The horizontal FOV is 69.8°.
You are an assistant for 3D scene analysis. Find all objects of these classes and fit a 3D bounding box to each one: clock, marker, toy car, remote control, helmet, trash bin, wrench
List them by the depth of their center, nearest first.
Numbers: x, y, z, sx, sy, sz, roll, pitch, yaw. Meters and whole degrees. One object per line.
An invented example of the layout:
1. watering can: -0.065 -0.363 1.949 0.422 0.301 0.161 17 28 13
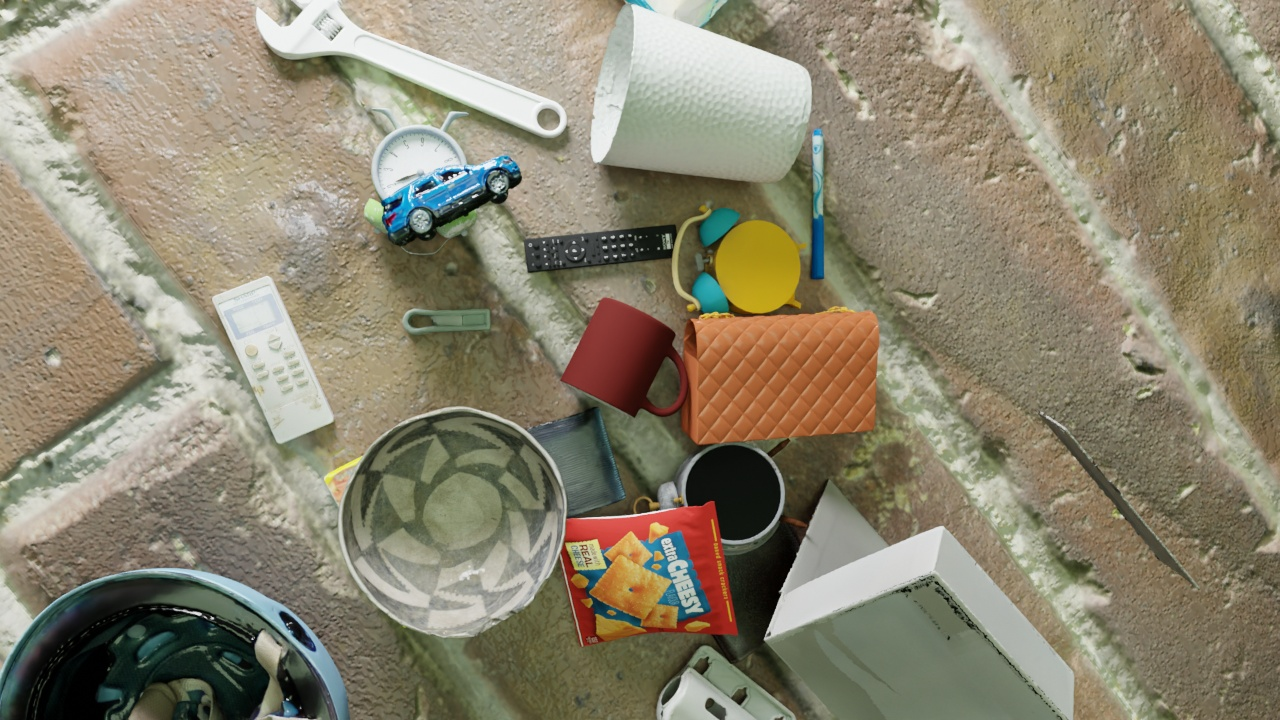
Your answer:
1. helmet: -0.342 0.275 0.695 0.225 0.167 0.265 -33 98 -11
2. toy car: -0.154 -0.133 0.742 0.120 0.056 0.043 -27 94 -8
3. remote control: -0.311 0.000 0.780 0.050 0.011 0.136 -24 94 -10
4. clock: -0.187 -0.151 0.786 0.094 0.042 0.119 2 89 -10
5. trash bin: 0.051 -0.220 0.791 0.161 0.133 0.133 9 89 -15
6. wrench: -0.194 -0.254 0.798 0.273 0.018 0.066 19 87 -11
7. clock: 0.067 0.123 0.824 0.148 0.056 0.104 -8 76 -4
8. remote control: -0.034 -0.102 0.831 0.140 0.009 0.030 -7 92 -10
9. clock: 0.090 -0.087 0.839 0.129 0.044 0.099 7 89 -18
10. marker: 0.168 -0.148 0.867 0.013 0.013 0.142 0 90 -11

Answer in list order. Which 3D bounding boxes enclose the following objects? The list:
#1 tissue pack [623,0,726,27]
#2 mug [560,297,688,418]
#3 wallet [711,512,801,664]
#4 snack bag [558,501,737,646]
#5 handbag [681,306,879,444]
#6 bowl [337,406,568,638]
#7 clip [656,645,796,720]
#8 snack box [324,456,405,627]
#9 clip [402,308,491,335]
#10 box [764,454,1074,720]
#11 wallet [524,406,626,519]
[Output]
1. tissue pack: 0.000 -0.387 0.808 0.209 0.066 0.117 44 84 -7
2. mug: -0.005 0.005 0.801 0.106 0.073 0.082 26 85 4
3. wallet: 0.105 0.206 0.850 0.119 0.031 0.099 -32 95 -14
4. snack bag: 0.004 0.189 0.805 0.144 0.039 0.131 -8 107 10
5. handbag: 0.124 0.009 0.830 0.171 0.060 0.109 -3 105 -15
6. bowl: -0.151 0.128 0.756 0.178 0.081 0.178 1 86 -9
7. clip: 0.062 0.350 0.830 0.124 0.075 0.144 41 73 -6
8. snack box: -0.218 0.154 0.789 0.040 0.029 0.148 -27 95 -9
9. clip: -0.168 -0.034 0.798 0.076 0.045 0.023 -2 89 -10
10. box: 0.215 0.202 0.816 0.172 0.379 0.167 -41 98 8
11. wallet: -0.078 0.099 0.816 0.115 0.026 0.089 -18 92 -10
